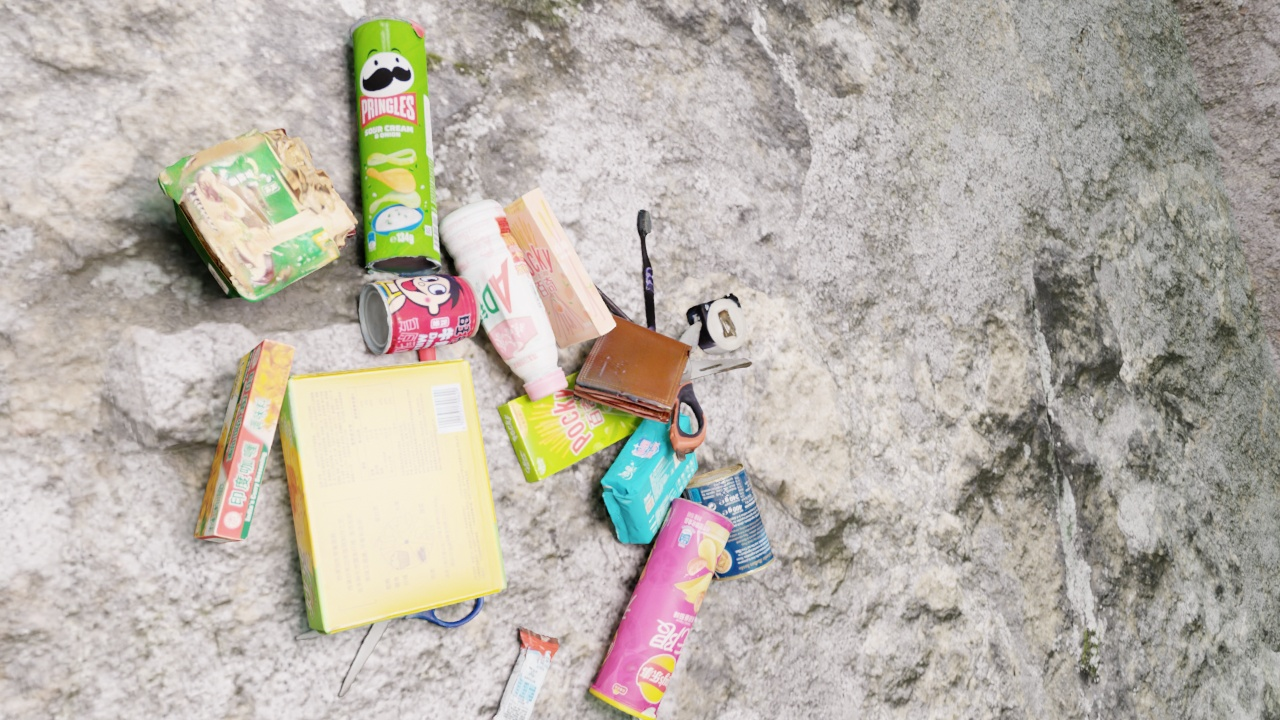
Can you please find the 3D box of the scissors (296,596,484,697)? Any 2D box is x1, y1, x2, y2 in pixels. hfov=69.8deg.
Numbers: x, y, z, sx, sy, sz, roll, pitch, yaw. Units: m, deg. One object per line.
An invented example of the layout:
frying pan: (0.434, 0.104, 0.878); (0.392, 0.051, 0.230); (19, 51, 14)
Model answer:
scissors: (-0.214, 0.215, 0.817); (0.174, 0.012, 0.162); (15, 72, -32)

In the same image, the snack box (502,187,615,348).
snack box: (-0.091, -0.090, 0.930); (0.026, 0.085, 0.157); (-37, 102, -33)

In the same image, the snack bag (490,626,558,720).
snack bag: (-0.110, 0.306, 0.864); (0.048, 0.026, 0.104); (28, 65, -22)

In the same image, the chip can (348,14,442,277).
chip can: (-0.228, -0.198, 0.860); (0.072, 0.072, 0.236); (0, 80, -37)

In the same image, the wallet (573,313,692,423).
wallet: (-0.006, 0.005, 0.935); (0.101, 0.032, 0.124); (18, 39, 3)

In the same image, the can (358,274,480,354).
can: (-0.203, -0.044, 0.847); (0.093, 0.067, 0.066); (-11, 87, -38)

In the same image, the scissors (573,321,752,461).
scissors: (0.028, 0.020, 0.969); (0.189, 0.015, 0.224); (15, 40, -5)

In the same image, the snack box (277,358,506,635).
snack box: (-0.215, 0.112, 0.788); (0.157, 0.070, 0.210); (-7, 82, -30)

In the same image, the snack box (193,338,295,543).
snack box: (-0.316, 0.066, 0.732); (0.027, 0.077, 0.155); (19, 69, -32)

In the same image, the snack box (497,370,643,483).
snack box: (-0.066, 0.057, 0.953); (0.156, 0.026, 0.086); (-24, 93, -37)

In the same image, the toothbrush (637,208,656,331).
toothbrush: (0.012, -0.083, 1.048); (0.014, 0.017, 0.189); (1, 81, -37)

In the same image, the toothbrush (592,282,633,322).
toothbrush: (-0.049, -0.073, 1.001); (0.181, 0.016, 0.018); (43, 64, -21)

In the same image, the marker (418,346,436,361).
marker: (-0.192, 0.059, 0.864); (0.017, 0.017, 0.145); (-4, 82, -37)

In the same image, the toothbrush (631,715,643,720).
toothbrush: (0.020, 0.291, 0.970); (0.016, 0.016, 0.179); (29, 64, -31)

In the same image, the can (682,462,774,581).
can: (0.096, 0.177, 1.015); (0.075, 0.075, 0.111); (-18, 90, -38)

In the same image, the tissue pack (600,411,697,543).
tissue pack: (0.009, 0.120, 0.958); (0.133, 0.050, 0.093); (-53, 147, -34)

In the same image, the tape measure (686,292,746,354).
tape measure: (0.094, -0.041, 1.089); (0.065, 0.034, 0.066); (-21, 92, -36)

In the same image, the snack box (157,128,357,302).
snack box: (-0.317, -0.109, 0.753); (0.117, 0.106, 0.118); (-38, 102, -34)

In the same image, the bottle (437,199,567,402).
bottle: (-0.130, -0.056, 0.896); (0.068, 0.068, 0.197); (-25, 92, -38)

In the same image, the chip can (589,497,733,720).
chip can: (0.023, 0.247, 0.924); (0.071, 0.071, 0.210); (32, 73, -27)
